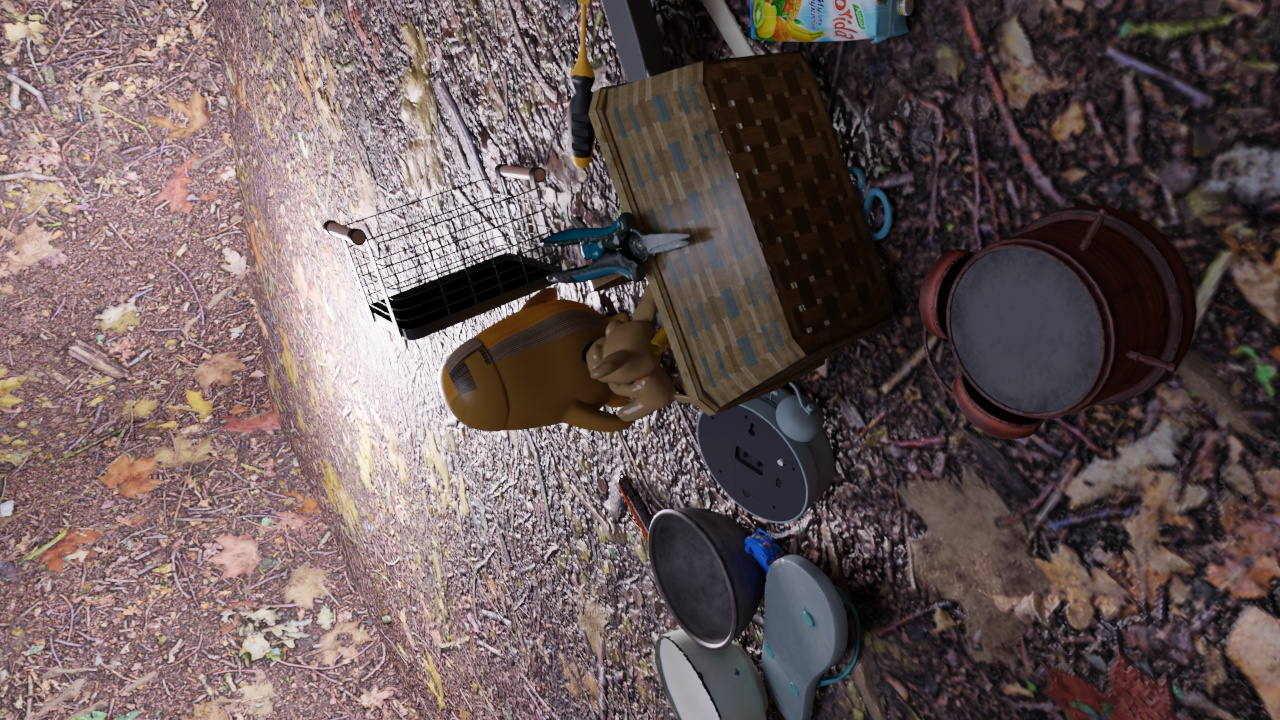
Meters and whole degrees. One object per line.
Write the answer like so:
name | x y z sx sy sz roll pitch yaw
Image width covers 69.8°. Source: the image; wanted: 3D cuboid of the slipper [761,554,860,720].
slipper | 0.154 0.251 0.843 0.098 0.054 0.269 54 156 34

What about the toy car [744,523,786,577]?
toy car | 0.133 0.169 0.861 0.033 0.061 0.092 25 156 54

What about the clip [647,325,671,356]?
clip | 0.036 -0.015 0.902 0.047 0.052 0.039 35 141 3

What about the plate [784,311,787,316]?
plate | 0.084 -0.025 0.825 0.131 0.025 0.131 34 133 47

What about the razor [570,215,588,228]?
razor | -0.048 -0.127 1.000 0.106 0.026 0.043 52 147 39

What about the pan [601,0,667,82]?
pan | -0.027 -0.341 0.804 0.217 0.024 0.354 72 178 -62

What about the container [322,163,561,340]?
container | -0.225 -0.134 1.085 0.163 0.240 0.130 22 131 54

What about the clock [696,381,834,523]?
clock | 0.108 0.069 0.788 0.122 0.045 0.160 32 139 33

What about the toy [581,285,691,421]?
toy | -0.006 0.006 0.936 0.106 0.133 0.108 -2 133 37

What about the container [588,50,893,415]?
container | 0.056 -0.094 0.696 0.187 0.157 0.250 -18 92 52

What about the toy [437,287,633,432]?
toy | -0.121 0.016 1.011 0.198 0.202 0.163 59 148 22

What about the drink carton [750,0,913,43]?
drink carton | 0.128 -0.240 0.628 0.129 0.038 0.044 26 126 52

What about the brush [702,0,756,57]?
brush | 0.069 -0.272 0.738 0.217 0.012 0.033 64 149 17

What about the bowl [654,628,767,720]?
bowl | 0.082 0.348 0.967 0.153 0.072 0.154 49 151 41

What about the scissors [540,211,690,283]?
scissors | -0.025 -0.084 0.657 0.137 0.019 0.130 45 133 22

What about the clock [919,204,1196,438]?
clock | 0.231 -0.020 0.538 0.158 0.072 0.120 -30 79 59

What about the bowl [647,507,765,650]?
bowl | 0.075 0.208 0.921 0.145 0.067 0.145 35 133 47

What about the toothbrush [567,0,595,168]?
toothbrush | -0.057 -0.282 0.915 0.030 0.031 0.197 -76 -8 -50

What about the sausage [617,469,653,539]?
sausage | 0.010 0.194 1.071 0.155 0.020 0.020 59 148 22

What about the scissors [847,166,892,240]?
scissors | 0.159 -0.076 0.694 0.063 0.015 0.139 42 144 39
